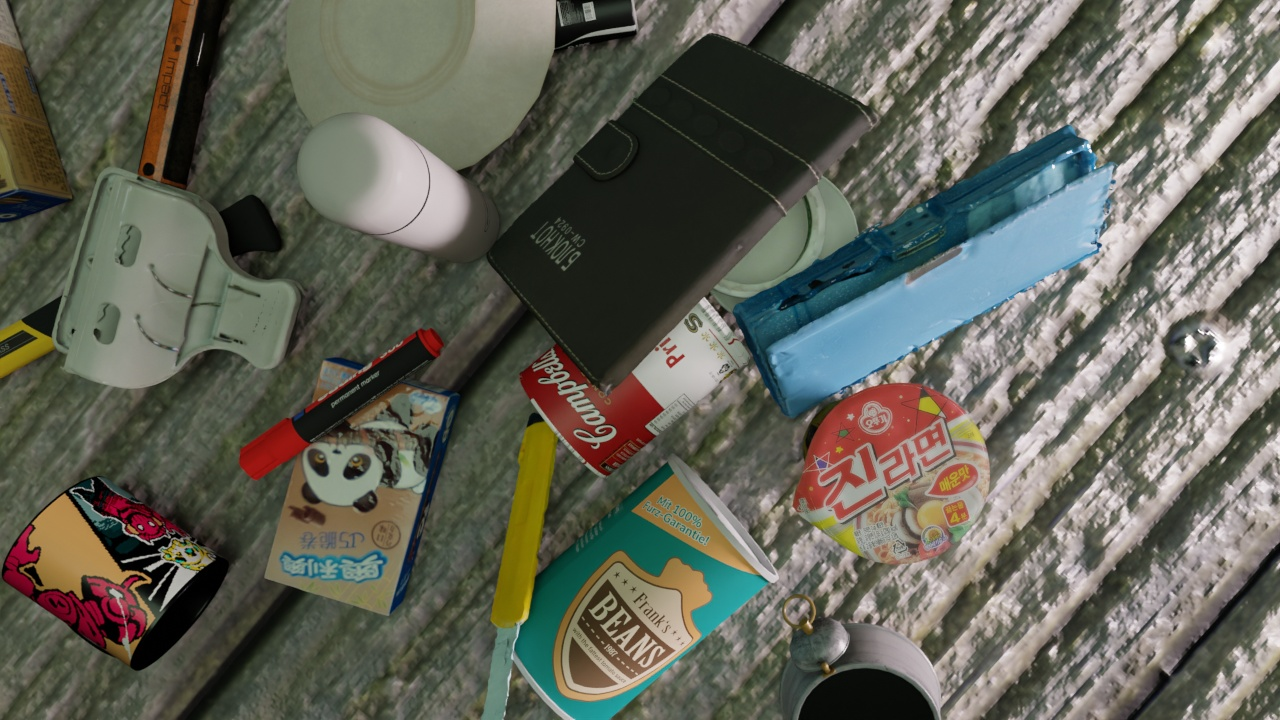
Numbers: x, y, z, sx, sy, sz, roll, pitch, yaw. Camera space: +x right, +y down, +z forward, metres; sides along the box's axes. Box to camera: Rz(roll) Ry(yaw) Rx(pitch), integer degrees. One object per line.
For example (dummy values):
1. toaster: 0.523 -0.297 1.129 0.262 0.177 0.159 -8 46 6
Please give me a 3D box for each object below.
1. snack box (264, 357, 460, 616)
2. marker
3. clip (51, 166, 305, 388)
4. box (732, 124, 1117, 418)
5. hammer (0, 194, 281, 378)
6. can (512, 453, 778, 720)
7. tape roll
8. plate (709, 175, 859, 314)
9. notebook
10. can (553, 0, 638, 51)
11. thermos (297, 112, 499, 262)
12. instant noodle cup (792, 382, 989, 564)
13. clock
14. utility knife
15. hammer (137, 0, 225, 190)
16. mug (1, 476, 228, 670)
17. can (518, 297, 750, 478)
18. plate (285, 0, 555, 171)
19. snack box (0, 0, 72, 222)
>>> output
1. snack box: -0.182 0.082 0.604 0.087 0.034 0.151 17 93 2
2. marker: -0.187 0.025 0.574 0.145 0.021 0.023 -34 59 3
3. clip: -0.287 -0.039 0.560 0.152 0.099 0.126 20 98 4
4. box: 0.177 -0.046 0.559 0.231 0.054 0.093 -28 127 0
5. hammer: -0.391 -0.023 0.612 0.323 0.029 0.127 -28 91 2
6. can: -0.002 0.142 0.569 0.144 0.099 0.099 -41 91 3
7. tape roll: 0.067 -0.085 0.570 0.094 0.018 0.094 0 93 2
8. plate: 0.087 -0.074 0.593 0.104 0.026 0.104 0 93 1
9. notebook: 0.011 -0.099 0.546 0.209 0.029 0.169 -44 46 1
10. can: -0.043 -0.218 0.589 0.080 0.031 0.031 -11 92 2
11. thermos: -0.123 -0.087 0.500 0.052 0.224 0.052 0 92 2
12. instant noodle cup: 0.142 0.060 0.554 0.100 0.112 0.100 0 92 2
13. clock: 0.135 0.213 0.589 0.104 0.056 0.148 -31 96 12
14. utility knife: -0.075 0.124 0.551 0.031 0.216 0.019 -20 135 33
15. hammer: -0.292 -0.266 0.594 0.138 0.035 0.314 14 93 1
16. mug: -0.342 0.148 0.597 0.098 0.081 0.118 34 120 0
17. can: -0.004 0.003 0.569 0.116 0.086 0.086 -40 91 3
18. plate: -0.147 -0.210 0.575 0.189 0.027 0.188 0 92 14
19. snack box: -0.440 -0.196 0.590 0.057 0.056 0.206 -18 92 3
